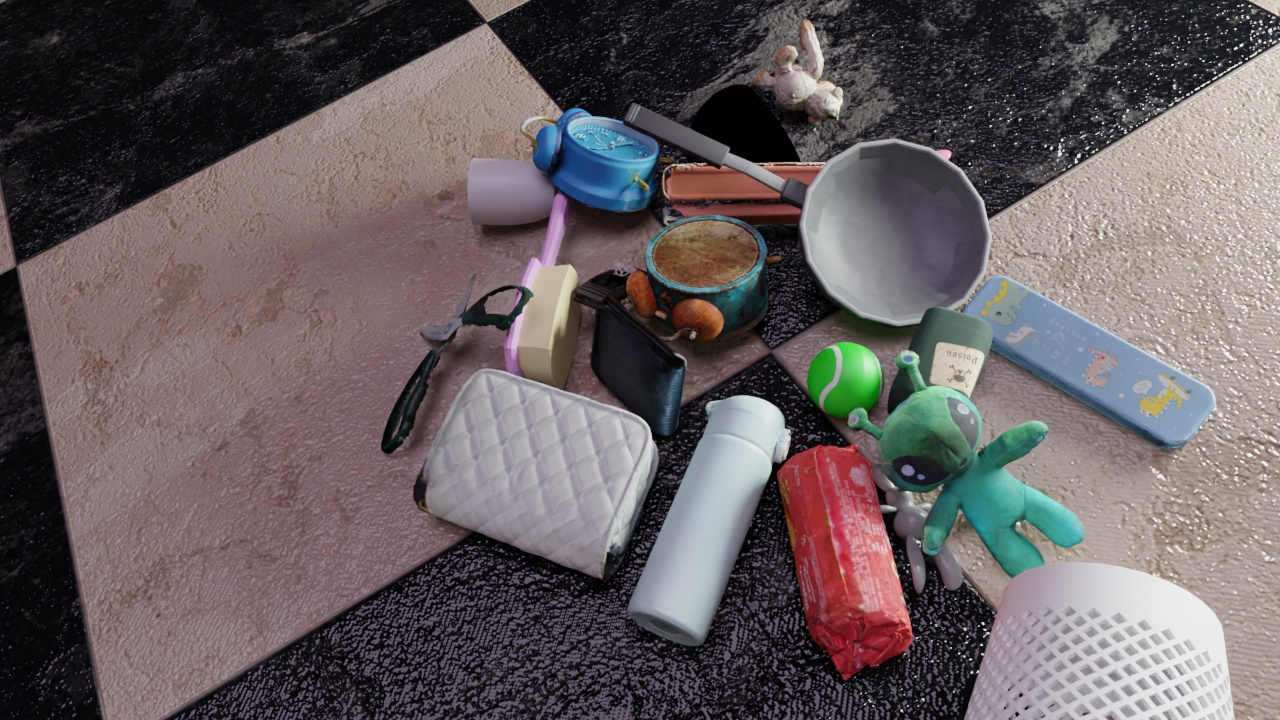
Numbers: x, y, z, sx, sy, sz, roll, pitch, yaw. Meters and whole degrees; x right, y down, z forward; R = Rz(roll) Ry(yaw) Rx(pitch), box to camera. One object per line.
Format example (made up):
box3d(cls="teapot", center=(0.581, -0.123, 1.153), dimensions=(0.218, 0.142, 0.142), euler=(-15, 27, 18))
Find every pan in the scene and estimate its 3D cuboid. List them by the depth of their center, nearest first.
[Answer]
box3d(cls="pan", center=(0.149, -0.152, 0.850), dimensions=(0.357, 0.041, 0.178), euler=(25, 78, 0))

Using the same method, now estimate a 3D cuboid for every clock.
box3d(cls="clock", center=(0.052, -0.065, 0.867), dimensions=(0.121, 0.073, 0.157), euler=(28, 55, 31))
box3d(cls="clock", center=(-0.051, -0.215, 0.967), dimensions=(0.161, 0.060, 0.116), euler=(23, 37, 6))

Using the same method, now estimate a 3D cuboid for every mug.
box3d(cls="mug", center=(0.100, -0.217, 0.949), dimensions=(0.112, 0.085, 0.104), euler=(-19, 60, -26))
box3d(cls="mug", center=(-0.135, -0.190, 1.008), dimensions=(0.089, 0.071, 0.107), euler=(2, 29, 1))

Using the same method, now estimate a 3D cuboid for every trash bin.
box3d(cls="trash bin", center=(0.276, 0.245, 0.559), dimensions=(0.196, 0.196, 0.199), euler=(13, 51, 20))

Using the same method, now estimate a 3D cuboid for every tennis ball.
box3d(cls="tennis ball", center=(0.177, 0.017, 0.792), dimensions=(0.065, 0.065, 0.065), euler=(-6, 56, 9))

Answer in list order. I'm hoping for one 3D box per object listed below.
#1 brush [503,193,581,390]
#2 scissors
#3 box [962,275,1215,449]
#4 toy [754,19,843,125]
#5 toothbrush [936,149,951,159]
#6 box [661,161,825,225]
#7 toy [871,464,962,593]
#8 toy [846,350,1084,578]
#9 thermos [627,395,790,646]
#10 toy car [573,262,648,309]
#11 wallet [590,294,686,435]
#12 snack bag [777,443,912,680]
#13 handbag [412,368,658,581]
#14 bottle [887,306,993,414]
box3d(cls="brush", center=(-0.083, -0.074, 0.899), dimensions=(0.043, 0.089, 0.228), euler=(4, 56, 10))
box3d(cls="scissors", center=(-0.180, -0.002, 0.864), dimensions=(0.202, 0.015, 0.201), euler=(-4, 60, 53))
box3d(cls="box", center=(0.374, -0.003, 0.780), dimensions=(0.209, 0.037, 0.065), euler=(37, 73, 31))
box3d(cls="toy", center=(0.185, -0.304, 1.001), dimensions=(0.106, 0.085, 0.074), euler=(48, 45, 13))
box3d(cls="toothbrush", center=(0.256, -0.189, 0.943), dimensions=(0.135, 0.016, 0.021), euler=(-20, 53, -3))
box3d(cls="box", center=(0.114, -0.160, 0.908), dimensions=(0.187, 0.085, 0.048), euler=(2, 30, 3))
box3d(cls="toy", center=(0.216, 0.130, 0.731), dimensions=(0.049, 0.030, 0.111), euler=(0, 48, -21))
box3d(cls="toy", center=(0.248, 0.085, 0.707), dimensions=(0.193, 0.072, 0.130), euler=(45, 92, 5))
box3d(cls="thermos", center=(0.059, 0.123, 0.749), dimensions=(0.078, 0.065, 0.206), euler=(15, 62, 22))
box3d(cls="toy car", center=(-0.025, -0.073, 0.899), dimensions=(0.040, 0.037, 0.092), euler=(23, 32, 26))
box3d(cls="wallet", center=(-0.005, 0.005, 0.825), dimensions=(0.026, 0.089, 0.115), euler=(-27, 53, -31))
box3d(cls="snack bag", center=(0.154, 0.145, 0.703), dimensions=(0.082, 0.082, 0.176), euler=(-11, 54, 5))
box3d(cls="handbag", center=(-0.086, 0.097, 0.797), dimensions=(0.195, 0.072, 0.138), euler=(17, 71, 22))
box3d(cls="bottle", center=(0.246, 0.025, 0.774), dimensions=(0.061, 0.061, 0.131), euler=(21, 64, 21))
